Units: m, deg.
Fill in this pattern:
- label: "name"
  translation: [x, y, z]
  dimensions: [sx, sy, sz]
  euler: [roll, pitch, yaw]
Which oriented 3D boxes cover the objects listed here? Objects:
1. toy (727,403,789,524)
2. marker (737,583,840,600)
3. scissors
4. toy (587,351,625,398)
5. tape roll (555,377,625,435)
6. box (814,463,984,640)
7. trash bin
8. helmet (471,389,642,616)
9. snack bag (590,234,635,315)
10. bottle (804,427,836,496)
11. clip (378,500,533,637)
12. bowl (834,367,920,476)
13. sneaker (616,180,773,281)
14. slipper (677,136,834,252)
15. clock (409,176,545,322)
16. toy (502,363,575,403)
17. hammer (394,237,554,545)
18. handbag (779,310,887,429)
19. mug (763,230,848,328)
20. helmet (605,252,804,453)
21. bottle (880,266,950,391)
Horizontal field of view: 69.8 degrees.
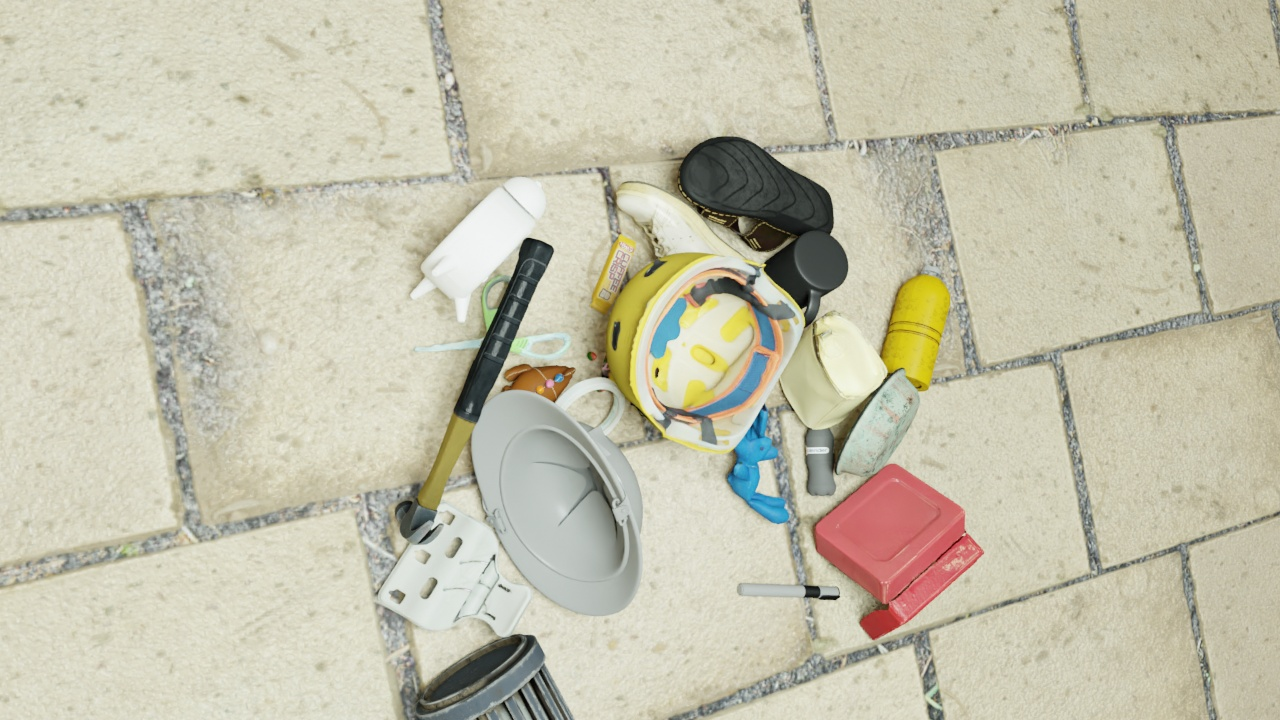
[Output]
- label: "toy"
  translation: [0.136, 0.118, 1.113]
  dimensions: [0.071, 0.112, 0.176]
  euler: [-14, 113, -1]
- label: "marker"
  translation: [0.186, 0.288, 1.146]
  dimensions: [0.140, 0.016, 0.016]
  euler: [7, 82, -21]
- label: "scissors"
  translation: [-0.159, -0.020, 1.009]
  dimensions: [0.174, 0.022, 0.171]
  euler: [13, 68, 0]
- label: "toy"
  translation: [-0.006, 0.006, 1.083]
  dimensions: [0.103, 0.046, 0.084]
  euler: [-14, 78, -28]
- label: "tape roll"
  translation: [-0.060, 0.060, 1.038]
  dimensions: [0.093, 0.013, 0.093]
  euler: [-21, 136, -22]
- label: "box"
  translation: [0.319, 0.234, 1.163]
  dimensions: [0.156, 0.154, 0.168]
  euler: [-32, 76, -22]
- label: "trash bin"
  translation: [-0.117, 0.412, 0.936]
  dimensions: [0.164, 0.164, 0.227]
  euler: [-29, 92, -22]
- label: "helmet"
  translation: [-0.068, 0.134, 0.996]
  dimensions: [0.117, 0.184, 0.271]
  euler: [-43, 118, -55]
- label: "snack bag"
  translation: [-0.032, -0.104, 1.094]
  dimensions: [0.026, 0.020, 0.099]
  euler: [27, 76, -19]
- label: "bottle"
  translation: [0.229, 0.117, 1.169]
  dimensions: [0.036, 0.036, 0.110]
  euler: [1, 84, -22]
- label: "clip"
  translation: [-0.188, 0.236, 0.980]
  dimensions: [0.142, 0.073, 0.124]
  euler: [33, 76, -9]
- label: "bowl"
  translation: [0.302, 0.086, 1.143]
  dimensions: [0.038, 0.158, 0.157]
  euler: [33, 69, 24]
- label: "sneaker"
  translation: [0.052, -0.113, 1.102]
  dimensions: [0.241, 0.089, 0.102]
  euler: [37, 81, -19]
- label: "slipper"
  translation: [0.140, -0.201, 1.143]
  dimensions: [0.267, 0.076, 0.113]
  euler: [8, 75, -40]
- label: "clock"
  translation: [-0.166, -0.120, 0.984]
  dimensions: [0.073, 0.126, 0.160]
  euler: [44, 65, -12]
- label: "toy"
  translation: [-0.118, 0.038, 0.999]
  dimensions: [0.090, 0.103, 0.070]
  euler: [-39, 100, -43]
- label: "hammer"
  translation: [-0.166, 0.033, 0.927]
  dimensions: [0.025, 0.118, 0.333]
  euler: [23, 92, -25]
- label: "handbag"
  translation: [0.231, 0.012, 1.123]
  dimensions: [0.081, 0.119, 0.111]
  euler: [-22, 73, -20]
- label: "mug"
  translation: [0.202, -0.094, 1.142]
  dimensions: [0.078, 0.088, 0.113]
  euler: [13, 70, -19]
- label: "helmet"
  translation: [0.044, -0.026, 0.997]
  dimensions: [0.240, 0.140, 0.209]
  euler: [33, 86, -41]
- label: "bottle"
  translation: [0.370, -0.046, 1.228]
  dimensions: [0.071, 0.071, 0.163]
  euler: [23, 77, -19]
